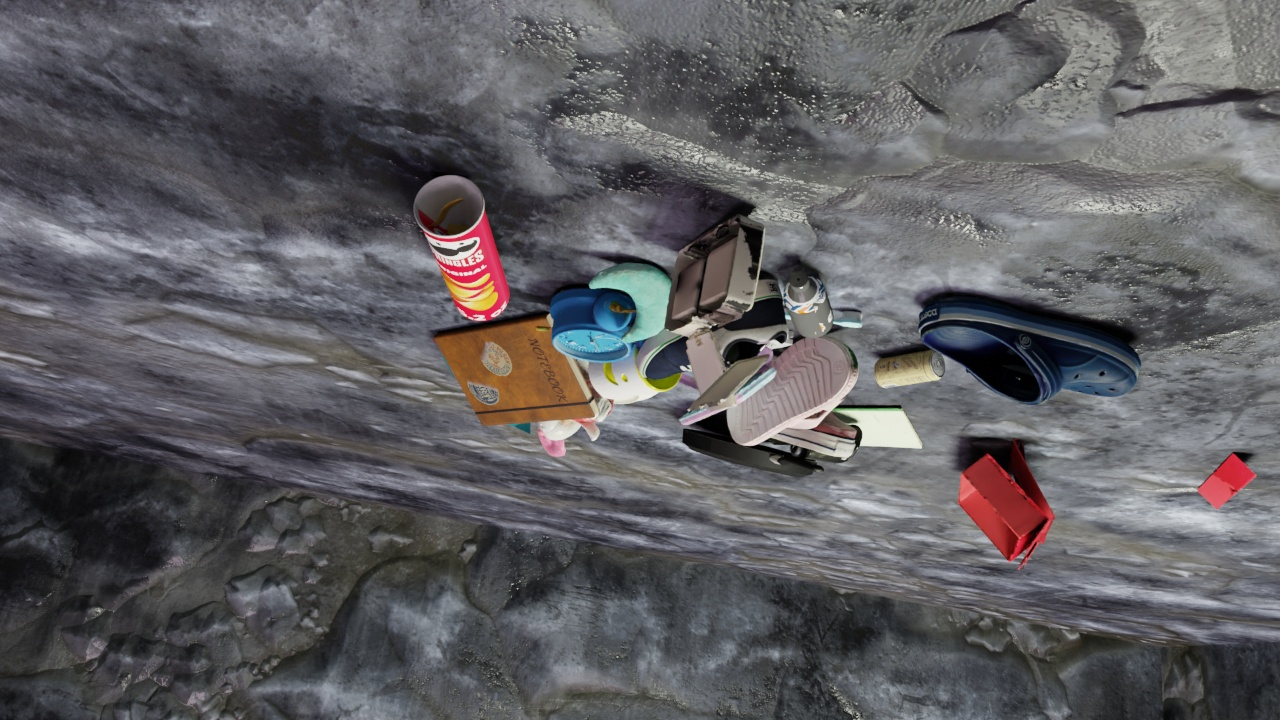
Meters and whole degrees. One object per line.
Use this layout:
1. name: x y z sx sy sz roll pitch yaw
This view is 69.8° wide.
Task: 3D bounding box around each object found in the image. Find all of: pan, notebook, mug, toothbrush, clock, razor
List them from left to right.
1. notebook: -0.184 0.026 1.321 0.250 0.014 0.178 -7 118 38
2. clock: -0.044 -0.045 1.141 0.162 0.060 0.116 -10 152 38
3. mug: -0.007 0.007 1.235 0.082 0.082 0.106 24 156 -35
4. pan: 0.196 0.155 1.453 0.225 0.034 0.357 14 179 -17
5. toothbrush: 0.170 -0.056 1.083 0.181 0.016 0.016 6 161 14
6. razor: 0.276 0.123 1.378 0.151 0.067 0.054 1 129 -39
7. notebook: 0.305 0.106 1.464 0.253 0.010 0.182 -1 157 27

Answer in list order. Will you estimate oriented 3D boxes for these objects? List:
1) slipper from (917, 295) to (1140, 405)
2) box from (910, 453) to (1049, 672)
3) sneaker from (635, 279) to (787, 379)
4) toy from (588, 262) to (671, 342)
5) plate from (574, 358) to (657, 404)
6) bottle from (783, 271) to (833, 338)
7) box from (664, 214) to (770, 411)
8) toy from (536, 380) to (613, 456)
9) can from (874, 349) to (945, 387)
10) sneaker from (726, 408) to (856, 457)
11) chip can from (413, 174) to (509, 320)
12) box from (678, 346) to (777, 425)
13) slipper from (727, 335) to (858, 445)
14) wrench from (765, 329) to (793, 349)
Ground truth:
1. slipper: 0.422 0.003 1.015 0.252 0.095 0.105 16 157 -8
2. box: 0.502 0.323 1.444 0.153 0.325 0.214 36 174 26
3. sneaker: 0.079 -0.010 1.078 0.084 0.079 0.236 -2 160 -40
4. toy: -0.002 -0.072 1.049 0.085 0.033 0.105 -25 123 11
5. plate: -0.054 0.031 1.390 0.182 0.034 0.182 9 160 3
6. bottle: 0.183 -0.063 1.007 0.047 0.047 0.112 2 159 21
7. box: 0.081 -0.034 0.922 0.069 0.191 0.144 16 166 -20
8. toy: -0.113 0.077 1.373 0.195 0.084 0.159 -9 124 42
9. can: 0.337 0.011 1.149 0.038 0.038 0.080 25 155 -36
10. sneaker: 0.212 0.067 1.296 0.118 0.088 0.241 9 -174 -35
11. chip can: -0.190 -0.115 1.006 0.069 0.069 0.221 9 160 2
12. box: 0.108 0.028 1.218 0.077 0.096 0.215 -5 169 -18
13. slipper: 0.204 0.042 1.197 0.064 0.094 0.240 3 153 -33
14. wrench: 0.130 -0.008 1.226 0.086 0.018 0.274 12 161 -7
